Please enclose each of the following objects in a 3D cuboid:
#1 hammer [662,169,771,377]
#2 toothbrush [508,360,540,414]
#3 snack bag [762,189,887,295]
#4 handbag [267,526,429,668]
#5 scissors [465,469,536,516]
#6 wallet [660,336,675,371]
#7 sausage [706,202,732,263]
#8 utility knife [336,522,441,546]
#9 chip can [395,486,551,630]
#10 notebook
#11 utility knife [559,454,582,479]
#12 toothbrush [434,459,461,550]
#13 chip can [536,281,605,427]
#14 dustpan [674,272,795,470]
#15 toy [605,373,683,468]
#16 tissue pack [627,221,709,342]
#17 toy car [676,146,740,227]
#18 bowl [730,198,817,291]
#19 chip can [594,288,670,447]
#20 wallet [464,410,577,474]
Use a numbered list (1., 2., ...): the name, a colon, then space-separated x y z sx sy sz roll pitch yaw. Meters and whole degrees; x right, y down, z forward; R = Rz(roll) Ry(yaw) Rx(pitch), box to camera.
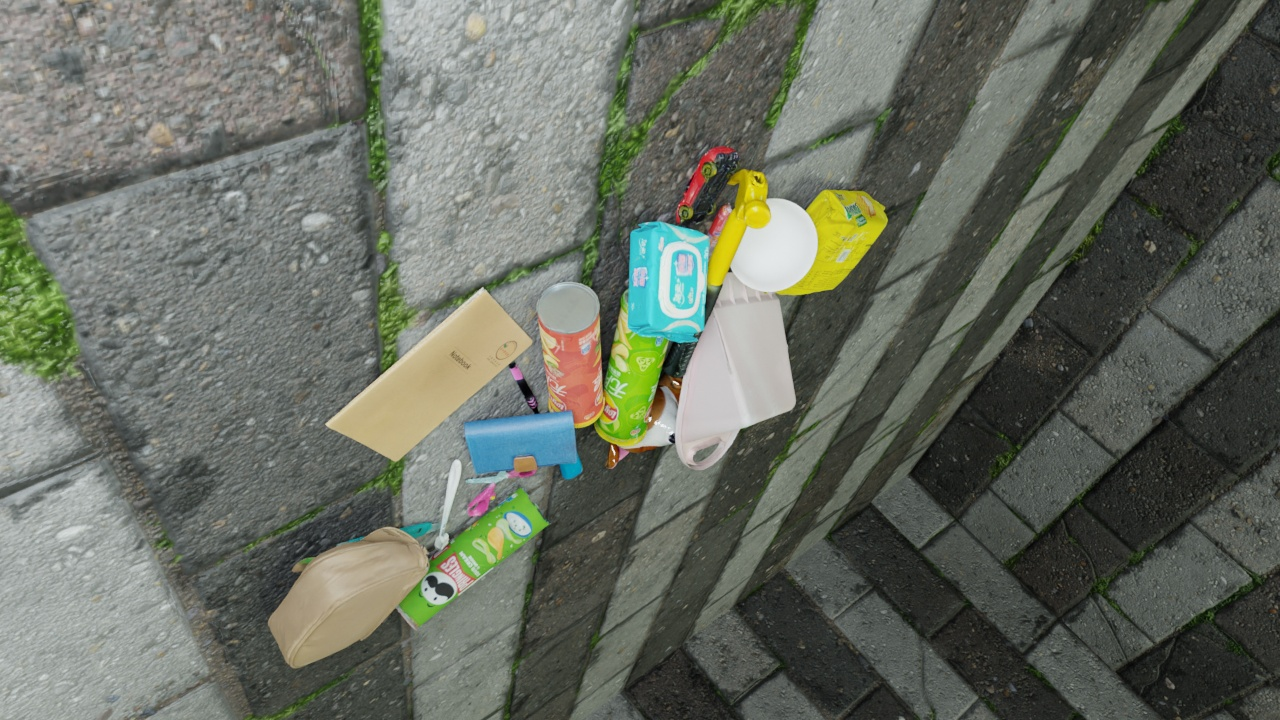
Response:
1. hammer: 0.086 -0.096 1.106 0.033 0.128 0.302 14 129 -10
2. toothbrush: -0.137 0.047 1.138 0.014 0.018 0.189 -39 155 -13
3. snack bag: 0.265 -0.164 1.308 0.158 0.068 0.245 -54 161 25
4. handbag: -0.348 0.274 1.081 0.147 0.099 0.205 -10 151 -50
5. scissors: -0.191 0.162 1.250 0.133 0.017 0.134 -2 131 -51
6. wallet: 0.025 -0.027 1.239 0.106 0.037 0.130 -24 154 -54
7. sausage: 0.085 -0.138 1.165 0.020 0.020 0.156 -23 150 -38
8. utility knife: -0.313 0.224 1.164 0.175 0.013 0.029 -5 135 -54
9. chip can: -0.240 0.276 1.292 0.235 0.072 0.072 -37 155 -14
10. notebook: -0.218 0.020 0.980 0.207 0.008 0.148 -41 156 -3
11. utility knife: -0.107 0.121 1.301 0.034 0.018 0.219 -34 156 -14
12. toothbrush: -0.247 0.188 1.191 0.016 0.016 0.181 -37 155 -45
13. chip can: -0.079 -0.002 1.078 0.073 0.073 0.217 -33 154 -21
14. dustpan: 0.112 0.012 1.295 0.139 0.273 0.222 -13 177 35
15. toy: 0.033 0.078 1.329 0.199 0.130 0.140 -18 123 -25
16. tissue pack: 0.032 -0.087 1.046 0.093 0.050 0.133 0 94 -43
17. toy car: 0.072 -0.195 1.037 0.049 0.031 0.107 -19 148 -41
18. bowl: 0.164 -0.153 1.189 0.118 0.118 0.064 -46 -167 8
19. chip can: -0.007 0.007 1.163 0.072 0.072 0.222 -23 139 -38
20. wallet: -0.145 0.101 1.127 0.133 0.040 0.106 -6 147 -5
